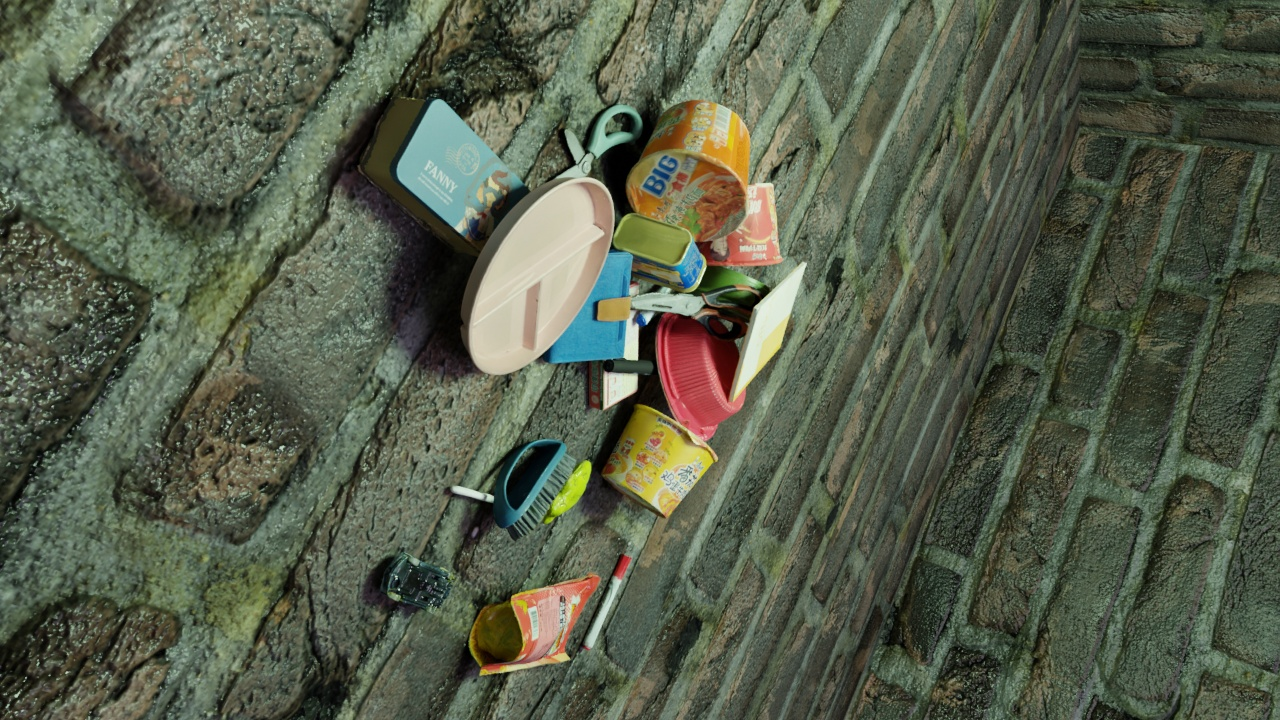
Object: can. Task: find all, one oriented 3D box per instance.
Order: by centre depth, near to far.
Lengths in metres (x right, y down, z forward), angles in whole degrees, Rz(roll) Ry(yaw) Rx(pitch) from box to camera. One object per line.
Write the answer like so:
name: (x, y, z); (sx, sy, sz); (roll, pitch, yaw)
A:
can: (0.023, -0.133, 1.132); (0.057, 0.102, 0.083); (-67, 160, -11)

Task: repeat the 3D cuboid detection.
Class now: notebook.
notebook: (0.178, -0.044, 1.280); (0.205, 0.010, 0.146); (-40, 148, -55)

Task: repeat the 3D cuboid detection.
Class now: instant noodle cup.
instant noodle cup: (0.067, -0.237, 1.124); (0.151, 0.151, 0.111); (62, 35, -48)
instant noodle cup: (0.019, 0.141, 1.251); (0.109, 0.138, 0.138); (-55, 144, -13)
instant noodle cup: (0.127, -0.188, 1.259); (0.137, 0.138, 0.108); (-16, 109, -53)
instant noodle cup: (0.093, 0.012, 1.282); (0.194, 0.066, 0.193); (41, 41, -48)

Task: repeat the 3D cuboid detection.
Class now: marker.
marker: (-0.007, 0.007, 1.191); (0.131, 0.020, 0.022); (5, 112, -61)
marker: (0.028, -0.088, 1.229); (0.145, 0.017, 0.017); (-54, 145, -48)
marker: (-0.050, 0.354, 1.344); (0.017, 0.017, 0.145); (43, 69, -55)

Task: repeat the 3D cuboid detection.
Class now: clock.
clock: (0.135, -0.092, 1.322); (0.161, 0.116, 0.056); (20, 93, -62)

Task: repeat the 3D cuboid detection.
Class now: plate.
plate: (-0.107, -0.089, 0.950); (0.229, 0.028, 0.230); (-48, 159, -25)

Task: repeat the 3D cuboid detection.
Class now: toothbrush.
toothbrush: (-0.165, 0.162, 1.082); (0.180, 0.016, 0.016); (30, 72, -58)

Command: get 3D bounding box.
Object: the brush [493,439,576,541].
brush: (-0.130, 0.141, 1.079); (0.073, 0.055, 0.143); (51, 40, -15)

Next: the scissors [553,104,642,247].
scissors: (-0.042, -0.220, 1.088); (0.169, 0.019, 0.175); (-50, 140, -30)

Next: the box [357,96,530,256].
box: (-0.182, -0.170, 0.857); (0.184, 0.064, 0.089); (40, 70, -58)

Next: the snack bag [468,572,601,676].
snack bag: (-0.128, 0.342, 1.183); (0.207, 0.073, 0.128); (15, 96, -63)

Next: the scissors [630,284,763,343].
scissors: (0.069, -0.057, 1.195); (0.209, 0.015, 0.182); (-31, 130, -14)

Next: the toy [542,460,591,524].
toy: (-0.093, 0.166, 1.158); (0.096, 0.031, 0.100); (-56, 172, -9)

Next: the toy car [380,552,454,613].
toy car: (-0.241, 0.237, 0.985); (0.049, 0.031, 0.105); (-64, 148, -15)

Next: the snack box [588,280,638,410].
snack box: (-0.034, -0.020, 1.184); (0.076, 0.027, 0.156); (-29, 128, -48)

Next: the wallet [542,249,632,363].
wallet: (-0.062, -0.063, 1.088); (0.106, 0.040, 0.133); (-5, 110, -29)
